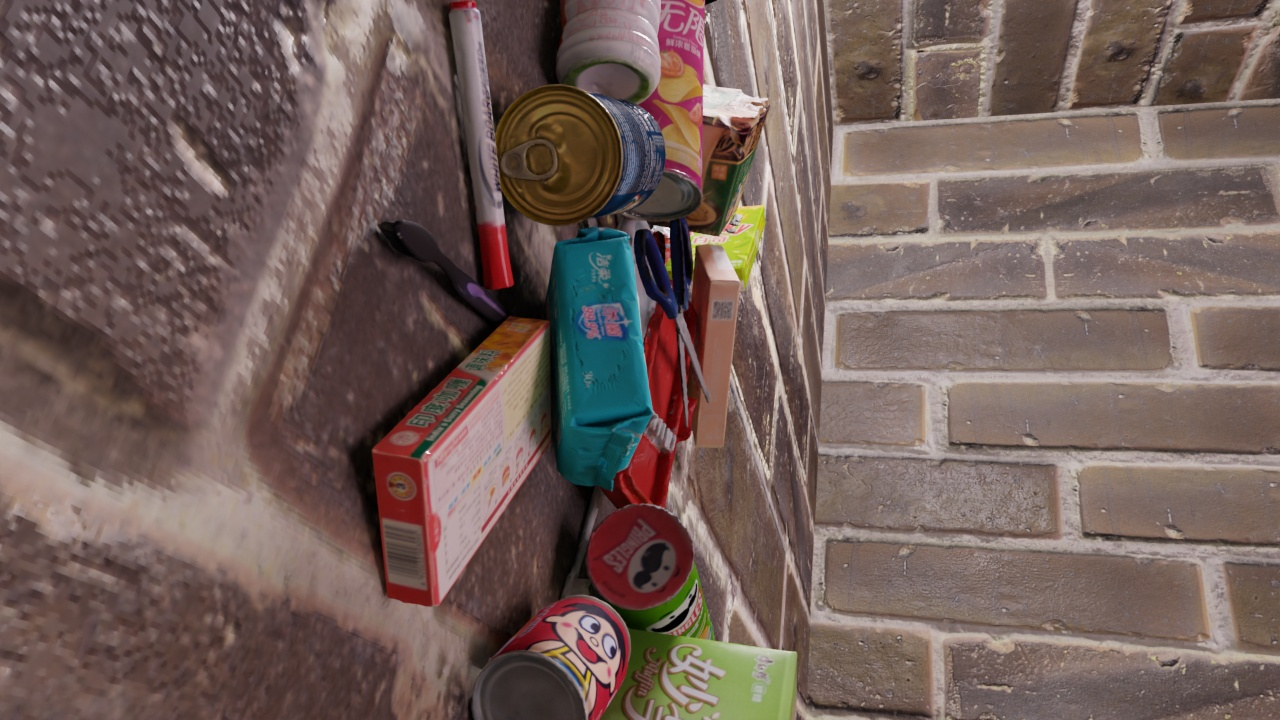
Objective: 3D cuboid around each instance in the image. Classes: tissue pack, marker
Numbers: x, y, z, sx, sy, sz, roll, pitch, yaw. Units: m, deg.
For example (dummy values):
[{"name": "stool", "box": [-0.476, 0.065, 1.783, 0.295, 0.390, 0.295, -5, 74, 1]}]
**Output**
[{"name": "tissue pack", "box": [-0.026, 0.002, 0.529, 0.093, 0.050, 0.133, 111, -25, -64]}, {"name": "marker", "box": [-0.083, -0.109, 0.477, 0.017, 0.017, 0.145, -51, 139, -66]}]

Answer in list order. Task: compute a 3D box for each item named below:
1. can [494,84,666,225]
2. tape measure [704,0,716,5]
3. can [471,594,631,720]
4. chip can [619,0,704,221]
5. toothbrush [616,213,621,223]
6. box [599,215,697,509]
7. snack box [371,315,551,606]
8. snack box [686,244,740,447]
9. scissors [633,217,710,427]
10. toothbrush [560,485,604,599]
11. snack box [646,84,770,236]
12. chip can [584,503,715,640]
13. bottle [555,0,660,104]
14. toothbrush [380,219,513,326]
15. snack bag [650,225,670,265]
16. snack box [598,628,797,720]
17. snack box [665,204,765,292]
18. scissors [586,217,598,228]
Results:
[{"name": "can", "box": [-0.032, -0.122, 0.549, 0.111, 0.075, 0.075, -40, 129, -71]}, {"name": "tape measure", "box": [0.025, -0.313, 0.763, 0.065, 0.066, 0.034, -125, -164, -48]}, {"name": "can", "box": [-0.046, 0.177, 0.520, 0.093, 0.066, 0.066, -22, 111, -73]}, {"name": "chip can", "box": [0.013, -0.209, 0.666, 0.071, 0.071, 0.210, 53, 36, -65]}, {"name": "toothbrush", "box": [-0.020, -0.188, 0.706, 0.015, 0.018, 0.181, -48, 134, -59]}, {"name": "box", "box": [-0.004, 0.003, 0.676, 0.158, 0.039, 0.200, 55, 37, -43]}, {"name": "snack box", "box": [-0.080, 0.041, 0.453, 0.155, 0.027, 0.077, -59, 153, -62]}, {"name": "snack box", "box": [0.060, -0.012, 0.791, 0.084, 0.026, 0.157, -100, -168, -62]}, {"name": "scissors", "box": [0.028, -0.039, 0.696, 0.174, 0.012, 0.162, 53, 35, -52]}, {"name": "toothbrush", "box": [-0.029, 0.104, 0.675, 0.016, 0.016, 0.179, 78, 19, -44]}, {"name": "snack box", "box": [0.040, -0.170, 0.774, 0.118, 0.117, 0.106, -55, 155, -59]}, {"name": "chip can", "box": [0.014, 0.184, 0.693, 0.236, 0.072, 0.072, 76, 21, -59]}, {"name": "bottle", "box": [-0.018, -0.269, 0.616, 0.068, 0.068, 0.196, 49, 40, -67]}, {"name": "toothbrush", "box": [-0.087, -0.033, 0.478, 0.189, 0.017, 0.014, 51, 51, -71]}, {"name": "snack bag", "box": [0.026, -0.119, 0.850, 0.104, 0.026, 0.048, -65, 163, -55]}, {"name": "snack box", "box": [0.004, 0.258, 0.535, 0.209, 0.158, 0.070, -65, 154, -57]}, {"name": "snack box", "box": [0.072, -0.112, 0.906, 0.156, 0.086, 0.026, -64, 150, -56]}, {"name": "scissors", "box": [-0.016, -0.050, 0.720, 0.188, 0.015, 0.226, -72, 157, -47]}]
